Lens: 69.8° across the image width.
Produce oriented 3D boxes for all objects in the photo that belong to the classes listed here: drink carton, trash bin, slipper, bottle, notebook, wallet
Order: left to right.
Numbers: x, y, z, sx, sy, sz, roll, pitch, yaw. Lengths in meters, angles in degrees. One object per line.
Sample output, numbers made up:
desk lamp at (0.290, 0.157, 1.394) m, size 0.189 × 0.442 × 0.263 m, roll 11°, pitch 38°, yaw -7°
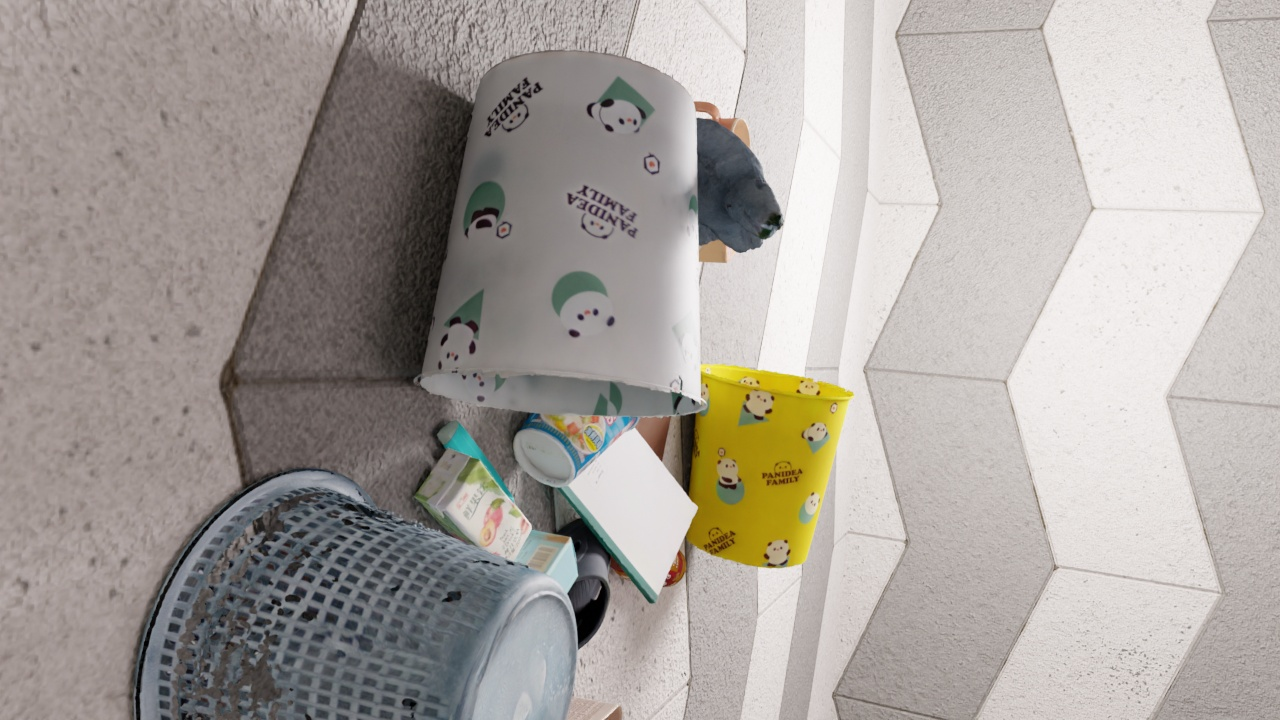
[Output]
trash bin at (-0.155, 0.192, 0.582) m, size 0.226 × 0.195 × 0.226 m, roll 6°, pitch 90°, yaw -67°
drink carton at (-0.143, 0.130, 0.789) m, size 0.053 × 0.045 × 0.122 m, roll -58°, pitch 146°, yaw -25°
slipper at (-0.077, 0.257, 0.933) m, size 0.267 × 0.083 × 0.111 m, roll -37°, pitch 130°, yaw -59°
trash bin at (-0.052, -0.091, 0.742) m, size 0.229 × 0.230 × 0.251 m, roll 27°, pitch 66°, yaw -66°
notebook at (-0.018, 0.142, 1.012) m, size 0.209 × 0.012 × 0.150 m, roll 54°, pitch 38°, yaw -20°
wallet at (0.004, 0.094, 1.155) m, size 0.124 × 0.032 × 0.101 m, roll 4°, pitch 95°, yaw -66°
bottle at (0.006, 0.252, 1.158) m, size 0.175 × 0.057 × 0.057 m, roll 39°, pitch 60°, yaw -63°
trash bin at (0.176, 0.151, 1.346) m, size 0.229 × 0.230 × 0.255 m, roll -8°, pitch 108°, yaw -67°

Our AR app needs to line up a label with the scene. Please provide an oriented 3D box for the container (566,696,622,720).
container at (-0.087, 0.379, 0.897) m, size 0.090 × 0.111 × 0.090 m, roll -5°, pitch 100°, yaw -67°

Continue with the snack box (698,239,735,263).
snack box at (0.080, -0.179, 1.183) m, size 0.094 × 0.093 × 0.077 m, roll -50°, pitch 140°, yaw -54°

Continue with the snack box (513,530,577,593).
snack box at (-0.126, 0.223, 0.815) m, size 0.174 × 0.074 × 0.052 m, roll -53°, pitch 141°, yaw -51°

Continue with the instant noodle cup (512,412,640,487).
instant noodle cup at (-0.067, 0.065, 0.905) m, size 0.109 × 0.099 × 0.099 m, roll -50°, pitch 140°, yaw -43°

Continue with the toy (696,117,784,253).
toy at (0.056, -0.166, 0.884) m, size 0.356 × 0.091 × 0.138 m, roll -150°, pitch -139°, yaw -74°

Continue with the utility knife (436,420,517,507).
utility knife at (-0.142, 0.105, 0.827) m, size 0.029 × 0.013 × 0.174 m, roll -65°, pitch 150°, yaw -31°

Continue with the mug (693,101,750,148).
mug at (0.070, -0.266, 1.123) m, size 0.115 × 0.106 × 0.081 m, roll 65°, pitch 38°, yaw -51°
